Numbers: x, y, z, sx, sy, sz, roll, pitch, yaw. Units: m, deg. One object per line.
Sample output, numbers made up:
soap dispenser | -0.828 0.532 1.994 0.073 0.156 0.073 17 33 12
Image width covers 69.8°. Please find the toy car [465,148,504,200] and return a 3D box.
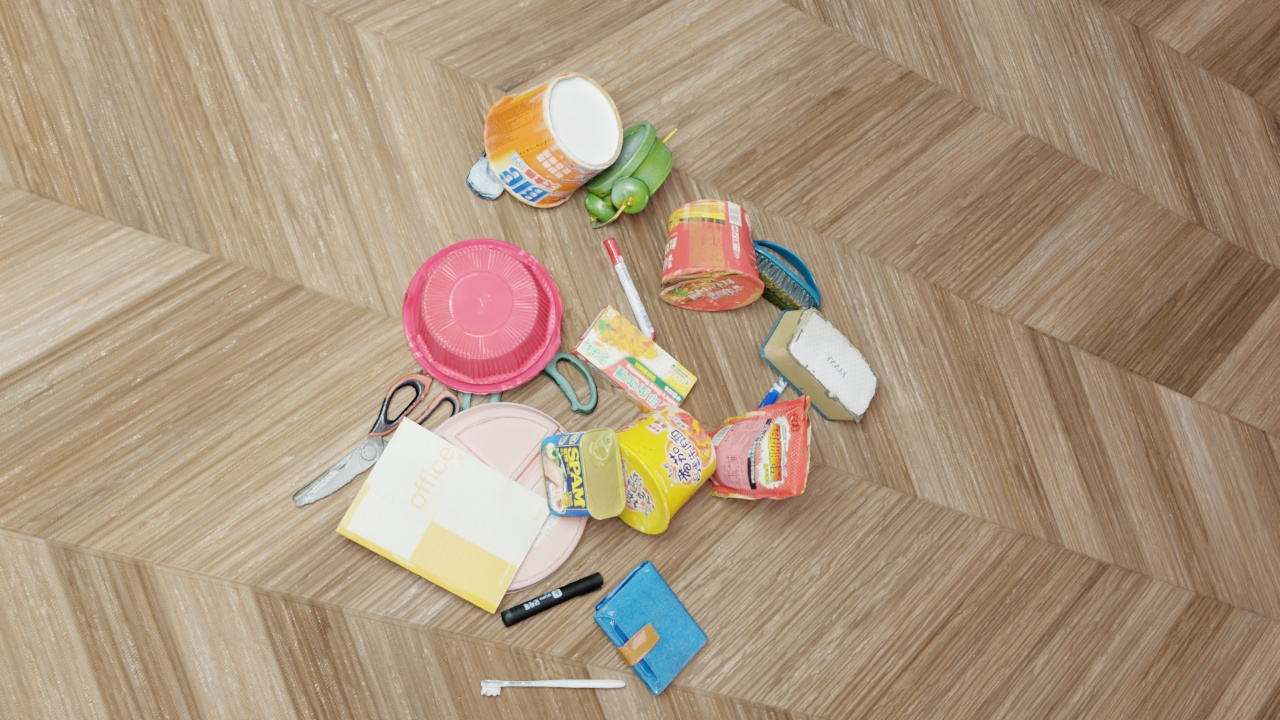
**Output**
toy car | -0.179 -0.252 1.158 0.049 0.031 0.105 31 71 -15

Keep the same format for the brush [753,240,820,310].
brush | 0.197 -0.120 1.286 0.144 0.055 0.073 38 70 -13

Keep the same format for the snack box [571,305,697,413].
snack box | -0.007 0.007 1.192 0.156 0.027 0.076 40 70 -13

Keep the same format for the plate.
plate | -0.162 0.164 1.087 0.229 0.028 0.229 2 86 -25

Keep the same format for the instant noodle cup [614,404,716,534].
instant noodle cup | 0.019 0.127 1.131 0.109 0.138 0.138 -36 96 -32

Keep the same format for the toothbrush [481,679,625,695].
toothbrush | -0.102 0.389 1.094 0.180 0.016 0.016 7 86 -22

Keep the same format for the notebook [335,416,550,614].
notebook | -0.216 0.177 1.039 0.206 0.010 0.145 35 73 -20

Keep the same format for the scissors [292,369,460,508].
scissors | -0.310 0.085 1.054 0.209 0.015 0.182 1 82 -24

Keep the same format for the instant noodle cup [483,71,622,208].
instant noodle cup | -0.101 -0.276 1.129 0.151 0.112 0.151 12 72 -40

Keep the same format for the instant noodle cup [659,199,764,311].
instant noodle cup | 0.093 -0.139 1.207 0.137 0.138 0.108 9 69 -22

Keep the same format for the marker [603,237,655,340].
marker | -0.014 -0.093 1.211 0.017 0.017 0.145 -24 92 -25

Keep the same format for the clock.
clock | -0.018 -0.234 1.180 0.056 0.116 0.161 39 65 -24

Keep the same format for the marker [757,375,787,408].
marker | 0.209 0.016 1.291 0.017 0.017 0.145 43 68 -12

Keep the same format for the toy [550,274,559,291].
toy | -0.137 -0.064 1.133 0.096 0.031 0.100 -26 81 -26

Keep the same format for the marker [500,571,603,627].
marker | -0.105 0.288 1.108 0.131 0.020 0.022 -17 118 -26

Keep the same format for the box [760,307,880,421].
box | 0.247 0.004 1.268 0.184 0.064 0.089 43 67 -21

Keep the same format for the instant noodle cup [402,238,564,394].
instant noodle cup | -0.185 -0.061 1.076 0.194 0.066 0.193 2 77 -7

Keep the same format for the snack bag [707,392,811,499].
snack bag | 0.146 0.114 1.142 0.073 0.208 0.128 19 73 -21

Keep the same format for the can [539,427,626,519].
can | -0.069 0.132 1.065 0.057 0.083 0.102 -6 87 -43

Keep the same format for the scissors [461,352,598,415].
scissors | -0.139 0.040 1.135 0.174 0.019 0.169 36 71 -16

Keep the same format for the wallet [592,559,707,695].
wallet | 0.012 0.332 1.143 0.106 0.040 0.133 -40 97 -28
